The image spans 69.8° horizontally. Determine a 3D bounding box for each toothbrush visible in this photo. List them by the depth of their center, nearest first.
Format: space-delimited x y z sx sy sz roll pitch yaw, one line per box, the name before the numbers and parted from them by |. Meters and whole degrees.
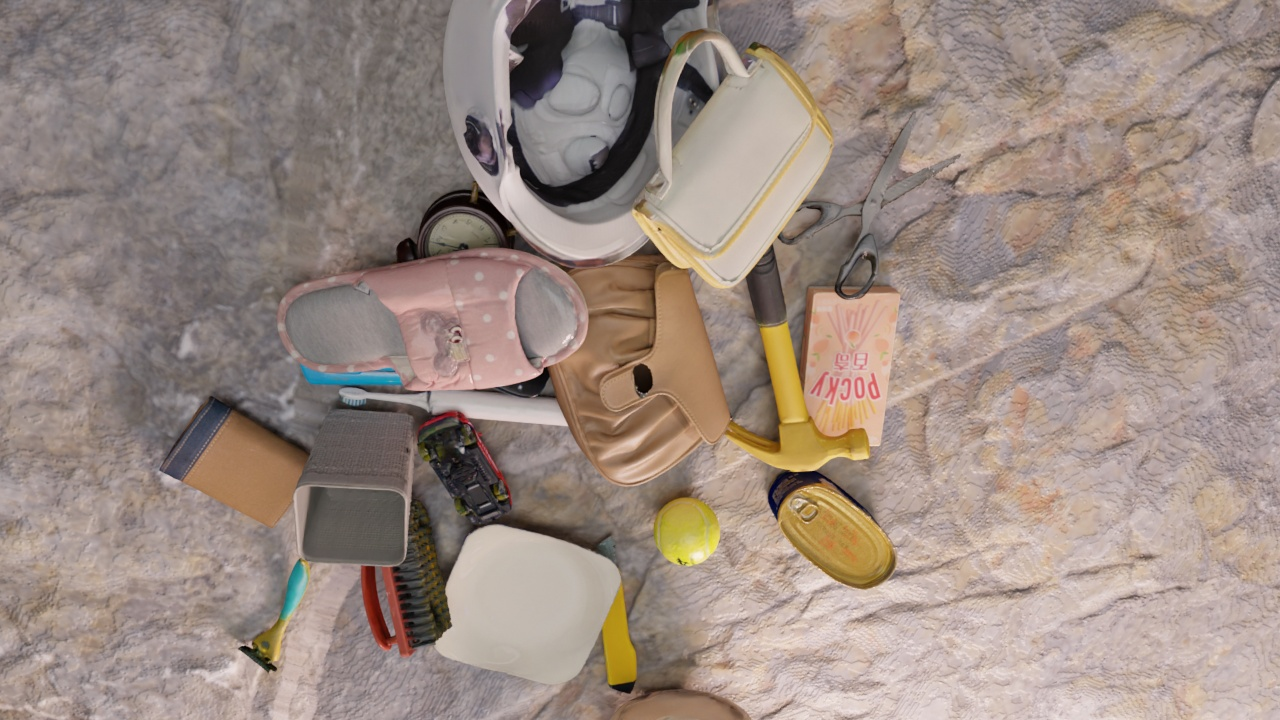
toothbrush | -0.163 0.040 0.843 0.221 0.026 0.026 5 133 -9

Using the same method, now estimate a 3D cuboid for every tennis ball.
tennis ball | 0.045 0.167 0.894 0.065 0.065 0.065 -2 110 -7

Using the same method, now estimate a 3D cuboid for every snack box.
snack box | 0.195 0.007 0.877 0.084 0.026 0.157 0 109 -7

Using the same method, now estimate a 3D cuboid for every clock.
clock | -0.158 -0.091 0.782 0.122 0.055 0.082 -44 109 11

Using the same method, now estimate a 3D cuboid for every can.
can | 0.192 0.168 0.922 0.148 0.049 0.075 39 100 -18

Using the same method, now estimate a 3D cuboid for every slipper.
slipper | -0.177 -0.029 0.747 0.275 0.054 0.114 -2 113 13

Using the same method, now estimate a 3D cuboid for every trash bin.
trash bin | 0.042 0.457 0.934 0.227 0.227 0.192 -1 97 -7

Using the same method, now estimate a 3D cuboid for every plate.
plate | -0.115 0.239 0.917 0.163 0.034 0.164 20 106 -13

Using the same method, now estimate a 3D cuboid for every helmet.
helmet | -0.056 -0.214 0.690 0.228 0.146 0.259 -26 135 -34

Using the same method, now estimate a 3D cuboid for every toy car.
toy car | -0.162 0.097 0.850 0.053 0.045 0.120 -22 121 5

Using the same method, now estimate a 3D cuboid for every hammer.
hammer | 0.119 -0.036 0.835 0.129 0.032 0.301 -9 107 19

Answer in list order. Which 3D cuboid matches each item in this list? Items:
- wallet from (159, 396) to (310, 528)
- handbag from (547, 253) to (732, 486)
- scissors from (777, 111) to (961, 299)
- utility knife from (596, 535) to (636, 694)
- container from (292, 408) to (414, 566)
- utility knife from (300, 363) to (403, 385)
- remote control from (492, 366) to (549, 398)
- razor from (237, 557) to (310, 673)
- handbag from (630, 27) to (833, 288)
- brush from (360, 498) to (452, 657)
wallet | -0.363 0.094 0.836 0.115 0.033 0.090 35 105 -18
handbag | -0.005 0.005 0.807 0.147 0.100 0.204 -21 107 -10
scissors | 0.203 -0.137 0.824 0.159 0.014 0.178 3 94 3
utility knife | -0.026 0.264 0.947 0.033 0.015 0.192 -8 110 -8
container | -0.244 0.106 0.804 0.090 0.114 0.090 5 123 -9
utility knife | -0.224 0.007 0.829 0.162 0.018 0.034 2 108 -9
remote control | -0.146 -0.010 0.825 0.136 0.024 0.053 28 79 -16
razor | -0.347 0.243 0.892 0.043 0.028 0.133 33 107 15
handbag | 0.062 -0.158 0.698 0.163 0.063 0.178 -54 139 -2
brush | -0.229 0.199 0.863 0.069 0.063 0.146 -11 92 8
